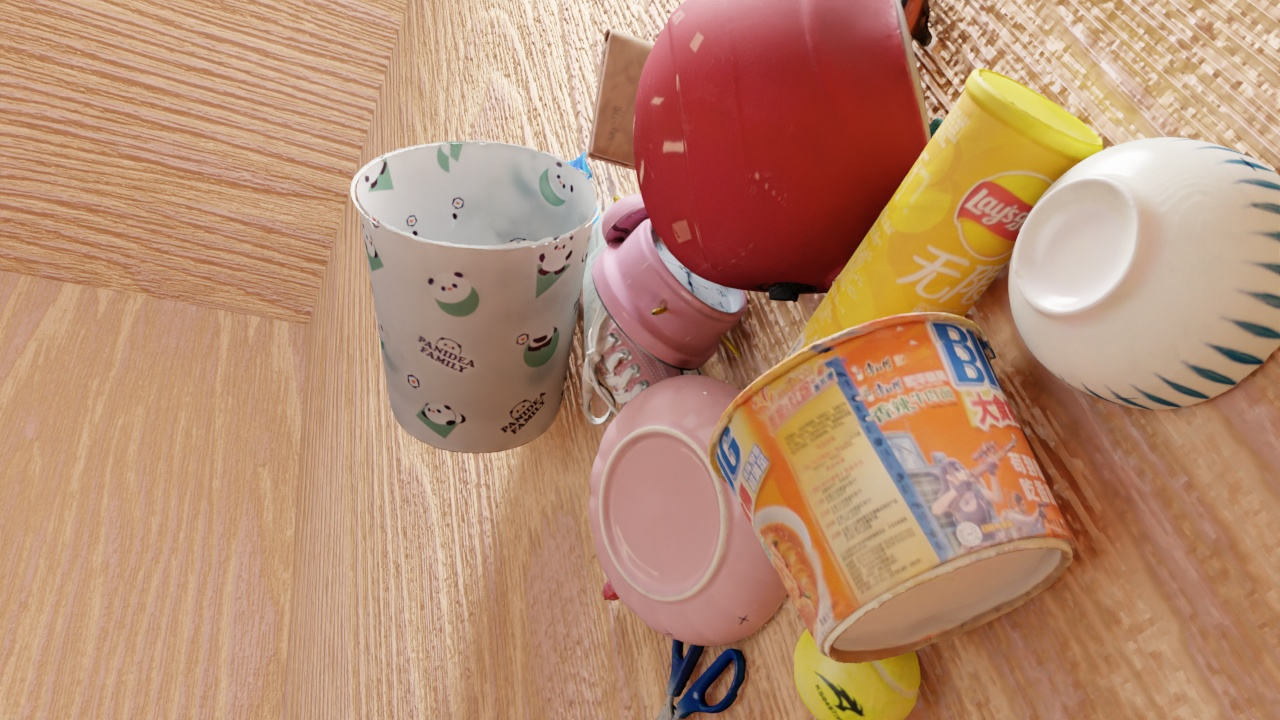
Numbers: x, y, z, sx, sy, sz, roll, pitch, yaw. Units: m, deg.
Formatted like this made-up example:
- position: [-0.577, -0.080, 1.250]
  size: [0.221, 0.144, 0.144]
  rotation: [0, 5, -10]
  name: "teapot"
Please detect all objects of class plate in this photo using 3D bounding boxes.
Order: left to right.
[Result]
- position: [0.025, 0.106, 0.647]
  size: [0.193, 0.039, 0.192]
  rotation: [-2, 87, 44]
  name: "plate"

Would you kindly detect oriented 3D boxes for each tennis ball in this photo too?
- position: [0.115, 0.165, 0.488]
  size: [0.066, 0.065, 0.065]
  rotation: [-34, 51, 55]
  name: "tennis ball"

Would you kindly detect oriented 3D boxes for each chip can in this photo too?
- position: [0.147, -0.045, 0.495]
  size: [0.214, 0.072, 0.072]
  rotation: [-60, 32, 33]
  name: "chip can"

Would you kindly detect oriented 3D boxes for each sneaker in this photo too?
- position: [-0.004, 0.004, 0.756]
  size: [0.119, 0.087, 0.240]
  rotation: [-51, 40, 44]
  name: "sneaker"

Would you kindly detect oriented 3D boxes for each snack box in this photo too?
- position: [-0.028, -0.076, 0.904]
  size: [0.085, 0.026, 0.156]
  rotation: [-42, 45, 50]
  name: "snack box"

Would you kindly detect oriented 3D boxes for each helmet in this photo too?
- position: [0.062, -0.141, 0.592]
  size: [0.241, 0.143, 0.206]
  rotation: [140, 127, -63]
  name: "helmet"

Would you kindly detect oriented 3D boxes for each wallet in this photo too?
- position: [0.008, -0.222, 0.807]
  size: [0.020, 0.101, 0.115]
  rotation: [178, 100, -66]
  name: "wallet"

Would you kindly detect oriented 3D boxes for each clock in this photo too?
- position: [0.022, -0.069, 0.708]
  size: [0.060, 0.117, 0.158]
  rotation: [-45, 42, 29]
  name: "clock"

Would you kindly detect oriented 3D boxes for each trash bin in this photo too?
- position: [-0.164, -0.059, 0.920]
  size: [0.229, 0.229, 0.252]
  rotation: [-116, 27, -50]
  name: "trash bin"

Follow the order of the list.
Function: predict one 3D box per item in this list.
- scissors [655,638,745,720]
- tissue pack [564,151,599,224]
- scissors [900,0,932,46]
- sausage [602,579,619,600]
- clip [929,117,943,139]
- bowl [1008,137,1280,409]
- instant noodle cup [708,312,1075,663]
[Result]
- position: [0.027, 0.259, 0.667]
  size: [0.144, 0.012, 0.170]
  rotation: [-5, 70, 59]
  name: "scissors"
- position: [-0.088, -0.150, 1.023]
  size: [0.158, 0.052, 0.094]
  rotation: [-48, 42, 47]
  name: "tissue pack"
- position: [0.132, -0.274, 0.618]
  size: [0.224, 0.015, 0.189]
  rotation: [55, 139, 36]
  name: "scissors"
- position: [0.005, 0.166, 0.757]
  size: [0.156, 0.020, 0.020]
  rotation: [-51, 38, 43]
  name: "sausage"
- position: [0.175, -0.109, 0.521]
  size: [0.013, 0.037, 0.055]
  rotation: [-157, 71, -66]
  name: "clip"
- position: [0.203, -0.041, 0.388]
  size: [0.117, 0.066, 0.116]
  rotation: [-33, 52, 55]
  name: "bowl"
- position: [0.121, 0.067, 0.436]
  size: [0.152, 0.151, 0.111]
  rotation: [-54, 44, 41]
  name: "instant noodle cup"
